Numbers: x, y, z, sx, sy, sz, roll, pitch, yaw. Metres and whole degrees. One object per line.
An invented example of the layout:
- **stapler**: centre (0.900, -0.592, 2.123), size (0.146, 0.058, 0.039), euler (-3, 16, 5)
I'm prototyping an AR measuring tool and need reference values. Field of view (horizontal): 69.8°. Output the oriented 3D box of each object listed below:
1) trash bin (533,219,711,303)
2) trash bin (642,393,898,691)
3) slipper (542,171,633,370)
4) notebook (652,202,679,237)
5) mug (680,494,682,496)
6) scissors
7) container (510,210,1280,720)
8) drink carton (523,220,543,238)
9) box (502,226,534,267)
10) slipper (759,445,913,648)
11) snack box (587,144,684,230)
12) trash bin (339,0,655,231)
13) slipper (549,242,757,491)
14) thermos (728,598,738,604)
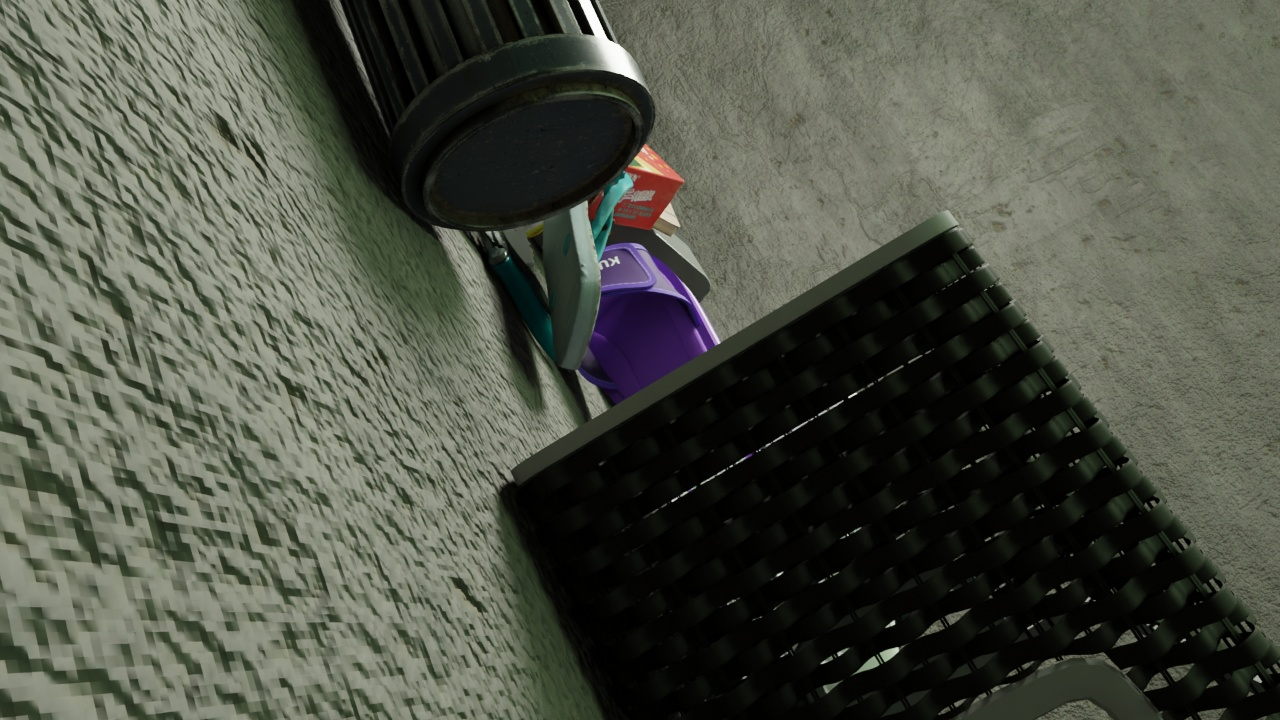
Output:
- **trash bin**: centre (-0.023, -0.132, 1.054), size (0.192, 0.098, 0.219), euler (39, 11, -12)
- **trash bin**: centre (0.111, 0.153, 0.709), size (0.195, 0.195, 0.200), euler (-104, 176, -73)
- **slipper**: centre (-0.038, -0.087, 0.655), size (0.268, 0.054, 0.098), euler (-97, -157, -48)
- **notebook**: centre (-0.078, -0.212, 0.918), size (0.249, 0.014, 0.178), euler (23, 27, -24)
- **mug**: centre (0.054, 0.124, 0.835), size (0.105, 0.073, 0.089), euler (61, 4, -22)
- **scissors**: centre (-0.087, -0.058, 0.645), size (0.156, 0.019, 0.124), euler (63, 3, -2)
- **container**: centre (0.107, 0.102, 0.464), size (0.243, 0.247, 0.245), euler (59, 4, 6)
- **drink carton**: centre (-0.103, -0.141, 0.823), size (0.058, 0.043, 0.134), euler (61, 4, -8)
- **box**: centre (-0.092, -0.142, 0.674), size (0.137, 0.128, 0.108), euler (50, 10, -26)
- **slipper**: centre (0.162, 0.144, 0.835), size (0.263, 0.101, 0.082), euler (59, 6, -3)
- **snack box**: centre (-0.077, -0.215, 0.828), size (0.236, 0.060, 0.113), euler (48, 25, 23)
- **trash bin**: centre (-0.096, -0.200, 0.504), size (0.164, 0.164, 0.227), euler (48, 19, -74)
- **slipper**: centre (-0.008, -0.020, 0.688), size (0.084, 0.107, 0.266), euler (42, 10, -42)
- **thermos**: centre (0.098, 0.181, 0.915), size (0.082, 0.082, 0.231), euler (59, 9, -37)
